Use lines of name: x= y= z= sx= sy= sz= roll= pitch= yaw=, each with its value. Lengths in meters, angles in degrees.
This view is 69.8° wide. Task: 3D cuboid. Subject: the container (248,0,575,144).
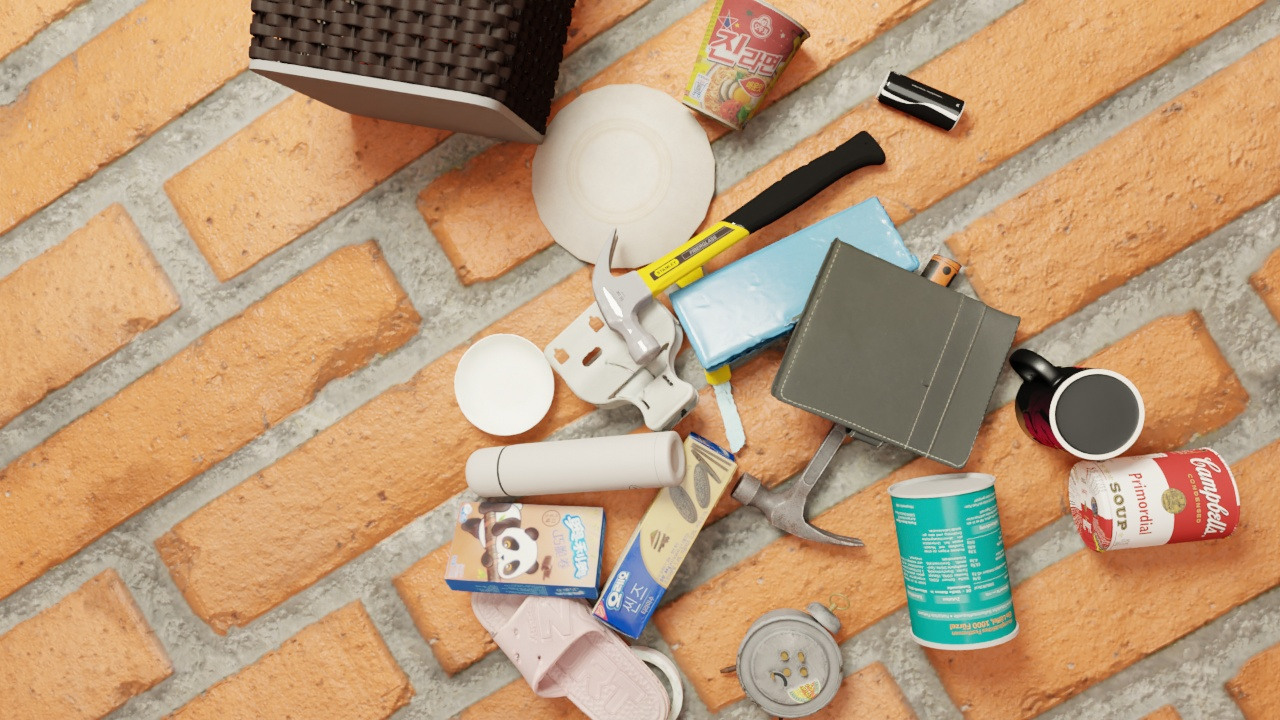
container: x=-0.193 y=-0.351 z=0.838 sx=0.247 sy=0.245 sz=0.244 roll=10 pitch=96 yaw=5

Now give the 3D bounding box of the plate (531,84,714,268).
plate: x=-0.020 y=-0.188 z=0.927 sx=0.189 sy=0.027 sz=0.188 roll=0 pitch=89 yaw=7

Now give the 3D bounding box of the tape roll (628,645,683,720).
tape roll: x=-0.003 y=0.344 z=0.952 sx=0.094 sy=0.018 sz=0.094 roll=0 pitch=92 yaw=5

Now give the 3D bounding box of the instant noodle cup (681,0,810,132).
instant noodle cup: x=0.095 y=-0.286 z=0.889 sx=0.100 sy=0.100 sz=0.112 roll=28 pitch=101 yaw=4

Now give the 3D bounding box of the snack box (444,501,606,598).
snack box: x=-0.114 y=0.190 z=0.927 sx=0.151 sy=0.034 sz=0.087 roll=2 pitch=55 yaw=5

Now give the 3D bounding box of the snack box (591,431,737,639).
snack box: x=0.025 y=0.176 z=0.924 sx=0.057 sy=0.056 sz=0.207 roll=29 pitch=94 yaw=3

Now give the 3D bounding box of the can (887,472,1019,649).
can: x=0.298 y=0.188 z=0.878 sx=0.099 sy=0.099 sz=0.144 roll=-9 pitch=91 yaw=5

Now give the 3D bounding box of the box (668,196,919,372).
box: x=0.150 y=-0.073 z=0.912 sx=0.231 sy=0.054 sz=0.093 roll=-27 pitch=72 yaw=1

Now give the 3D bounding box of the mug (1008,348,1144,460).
mug: x=0.397 y=0.034 z=0.865 sx=0.118 sy=0.098 sz=0.082 roll=45 pitch=95 yaw=2

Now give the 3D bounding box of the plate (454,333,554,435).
plate: x=-0.138 y=0.024 z=0.950 sx=0.104 sy=0.026 sz=0.104 roll=0 pitch=92 yaw=6

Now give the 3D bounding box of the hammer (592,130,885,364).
hammer: x=0.096 y=-0.131 z=0.892 sx=0.323 sy=0.029 sz=0.127 roll=-33 pitch=74 yaw=-7

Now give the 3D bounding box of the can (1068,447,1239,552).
can: x=0.481 y=0.132 z=0.866 sx=0.116 sy=0.086 sz=0.086 roll=-7 pitch=91 yaw=5

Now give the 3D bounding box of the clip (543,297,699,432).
clip: x=-0.003 y=0.005 z=0.923 sx=0.126 sy=0.099 sz=0.152 roll=-44 pitch=86 yaw=6

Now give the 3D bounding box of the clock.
clock: x=0.157 y=0.290 z=0.916 sx=0.104 sy=0.056 sz=0.148 roll=39 pitch=97 yaw=3

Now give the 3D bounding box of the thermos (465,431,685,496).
thermos: x=-0.069 y=0.105 z=0.907 sx=0.224 sy=0.052 sz=0.052 roll=-7 pitch=91 yaw=21

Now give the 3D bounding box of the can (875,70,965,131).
can: x=0.274 y=-0.255 z=0.901 sx=0.080 sy=0.031 sz=0.031 roll=25 pitch=94 yaw=4

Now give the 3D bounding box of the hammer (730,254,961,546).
hammer: x=0.232 y=0.040 z=0.913 sx=0.138 sy=0.035 sz=0.314 roll=32 pitch=94 yaw=2

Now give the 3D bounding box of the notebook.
notebook: x=0.244 y=-0.001 z=0.874 sx=0.209 sy=0.029 sz=0.169 roll=21 pitch=93 yaw=-9

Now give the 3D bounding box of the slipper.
slipper: x=-0.074 y=0.292 z=0.922 sx=0.239 sy=0.064 sz=0.094 roll=38 pitch=94 yaw=12

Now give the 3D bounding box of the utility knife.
utility knife: x=0.070 y=-0.012 z=0.934 sx=0.030 sy=0.019 sz=0.217 roll=-16 pitch=85 yaw=11
